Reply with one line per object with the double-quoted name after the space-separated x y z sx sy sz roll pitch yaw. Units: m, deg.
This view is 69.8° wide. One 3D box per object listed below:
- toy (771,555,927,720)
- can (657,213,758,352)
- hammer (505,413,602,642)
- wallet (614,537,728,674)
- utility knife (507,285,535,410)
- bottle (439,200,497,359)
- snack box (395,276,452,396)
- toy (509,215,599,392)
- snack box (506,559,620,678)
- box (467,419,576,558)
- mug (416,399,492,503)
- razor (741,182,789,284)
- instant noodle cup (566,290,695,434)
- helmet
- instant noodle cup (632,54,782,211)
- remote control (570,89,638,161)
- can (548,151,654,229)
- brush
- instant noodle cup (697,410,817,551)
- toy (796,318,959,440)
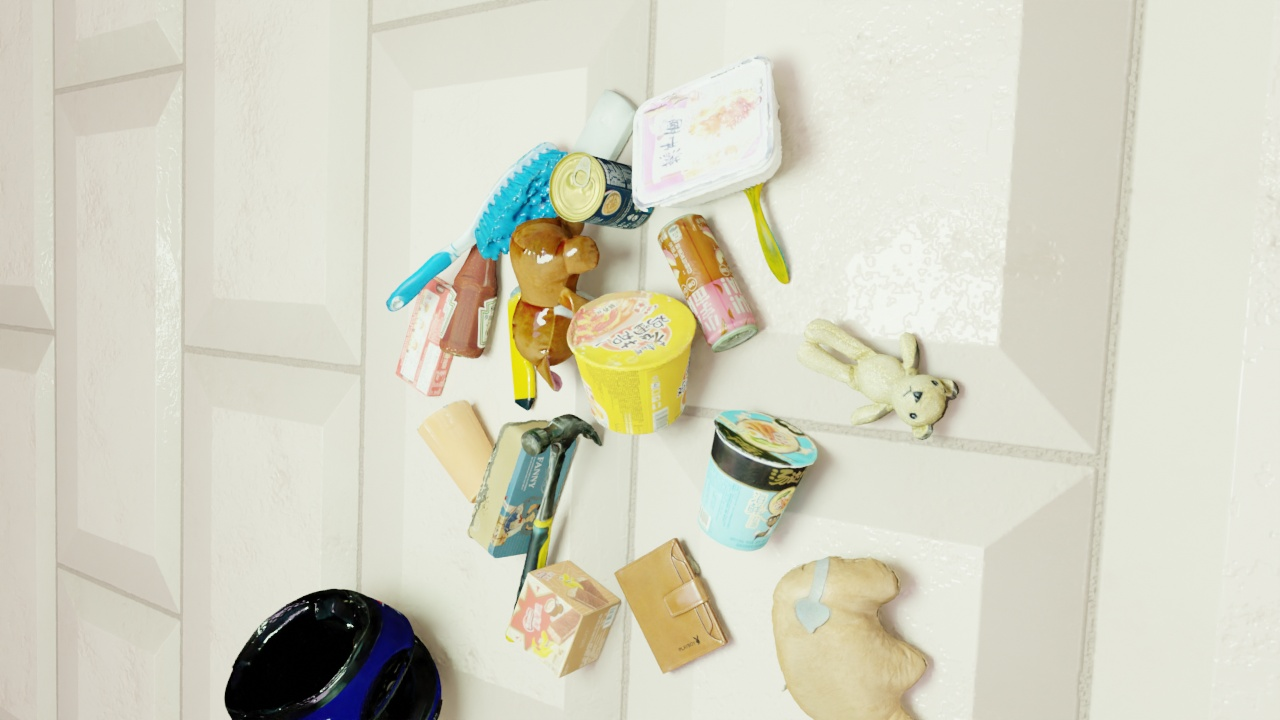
0.207 0.303 0.904 0.144 0.082 0.226 -18 91 22 "toy"
0.072 -0.085 0.997 0.058 0.057 0.147 -34 73 31 "can"
-0.119 0.210 1.126 0.032 0.125 0.324 28 117 29 "hammer"
0.035 0.283 1.058 0.108 0.031 0.131 -36 73 32 "wallet"
-0.153 -0.016 1.183 0.033 0.015 0.164 -5 88 30 "utility knife"
-0.212 -0.106 1.196 0.060 0.059 0.206 18 96 33 "bottle"
-0.288 -0.033 1.269 0.075 0.025 0.153 30 108 31 "snack box"
-0.099 -0.072 1.081 0.140 0.130 0.200 -112 31 -58 "toy"
-0.095 0.313 1.119 0.094 0.076 0.093 30 109 30 "snack box"
-0.146 0.153 1.141 0.061 0.089 0.184 33 111 36 "box"
-0.231 0.123 1.210 0.078 0.078 0.122 -42 74 28 "mug"
0.133 -0.144 0.974 0.043 0.028 0.132 -19 83 30 "razor"
-0.006 0.006 1.002 0.138 0.137 0.110 25 138 31 "instant noodle cup"
-0.384 0.449 1.225 0.316 0.246 0.240 -13 127 41 "helmet"
0.077 -0.228 0.972 0.174 0.060 0.137 -14 66 36 "instant noodle cup"
-0.051 -0.254 1.098 0.056 0.019 0.135 43 115 26 "remote control"
-0.040 -0.190 1.039 0.075 0.111 0.075 2 93 33 "can"
-0.201 -0.149 1.132 0.315 0.060 0.109 -46 42 10 "brush"
0.114 0.130 0.958 0.111 0.111 0.121 29 116 30 "instant noodle cup"
0.225 0.012 0.891 0.157 0.066 0.105 31 92 22 "toy"
